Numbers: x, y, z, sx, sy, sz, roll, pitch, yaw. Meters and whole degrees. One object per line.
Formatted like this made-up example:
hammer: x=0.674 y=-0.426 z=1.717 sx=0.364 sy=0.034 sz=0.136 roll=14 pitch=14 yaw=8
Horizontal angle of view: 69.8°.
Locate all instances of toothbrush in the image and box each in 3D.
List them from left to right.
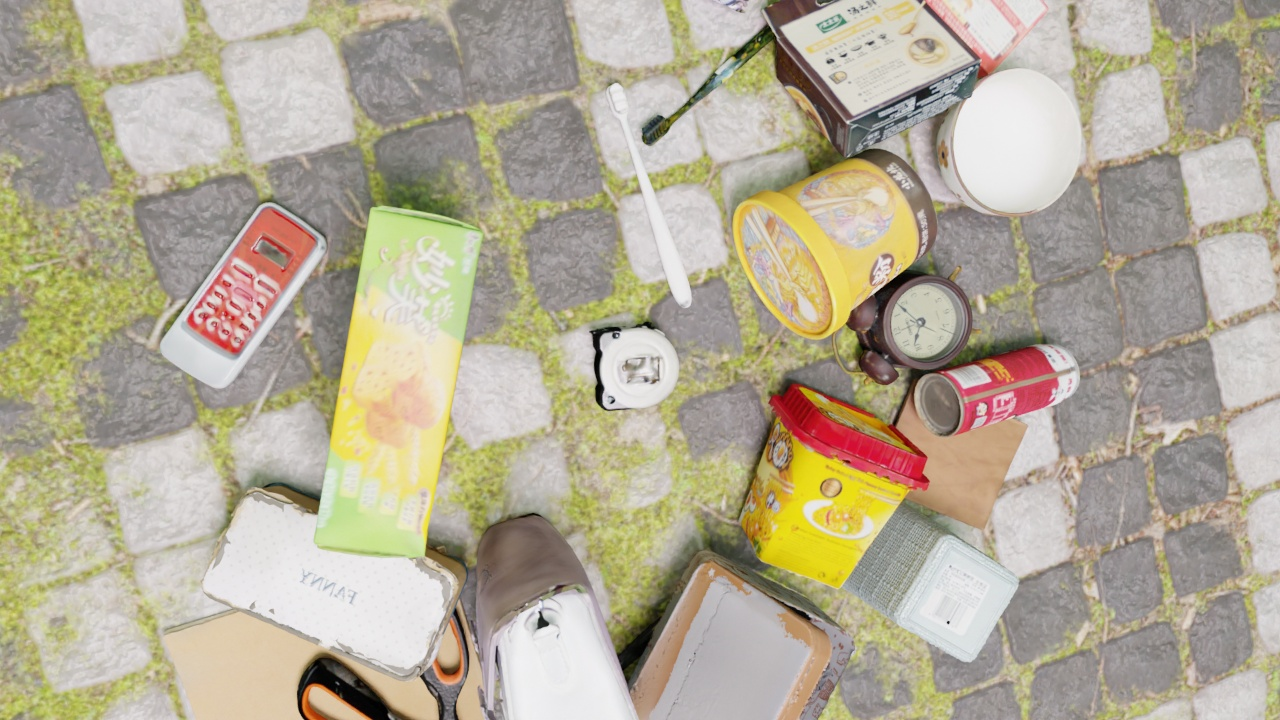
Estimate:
toothbrush: x=-0.036 y=0.265 z=0.744 sx=0.181 sy=0.018 sz=0.015 roll=-41 pitch=99 yaw=-6
toothbrush: x=0.008 y=-0.126 z=0.710 sx=0.016 sy=0.016 sz=0.180 roll=-20 pitch=100 yaw=-7
toothbrush: x=0.071 y=-0.231 z=0.711 sx=0.185 sy=0.017 sz=0.012 roll=-42 pitch=65 yaw=-5

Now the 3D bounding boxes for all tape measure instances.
tape measure: x=-0.004 y=0.004 z=0.713 sx=0.066 sy=0.033 sz=0.066 roll=-6 pitch=99 yaw=-10

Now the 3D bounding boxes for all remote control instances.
remote control: x=-0.284 y=-0.046 z=0.658 sx=0.056 sy=0.020 sz=0.136 roll=36 pitch=88 yaw=-13

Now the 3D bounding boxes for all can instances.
can: x=0.293 y=0.022 z=0.751 sx=0.132 sy=0.053 sz=0.053 roll=-13 pitch=98 yaw=-24

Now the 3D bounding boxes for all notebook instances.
notebook: x=-0.233 y=0.243 z=0.704 sx=0.211 sy=0.012 sz=0.149 roll=-16 pitch=100 yaw=-9

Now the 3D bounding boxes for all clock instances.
clock: x=0.210 y=-0.028 z=0.741 sx=0.122 sy=0.055 sz=0.082 roll=-21 pitch=100 yaw=-7

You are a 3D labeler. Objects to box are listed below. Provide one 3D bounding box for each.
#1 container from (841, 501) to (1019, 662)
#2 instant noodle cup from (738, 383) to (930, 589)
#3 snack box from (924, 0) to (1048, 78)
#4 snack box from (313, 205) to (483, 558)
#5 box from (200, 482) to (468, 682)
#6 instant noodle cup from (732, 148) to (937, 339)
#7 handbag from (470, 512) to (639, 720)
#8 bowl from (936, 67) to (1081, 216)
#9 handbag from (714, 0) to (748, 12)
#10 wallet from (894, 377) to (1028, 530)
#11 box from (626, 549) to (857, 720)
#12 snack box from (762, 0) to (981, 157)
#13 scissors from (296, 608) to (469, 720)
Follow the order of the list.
container: x=0.229 y=0.174 z=0.738 sx=0.090 sy=0.111 sz=0.090 roll=31 pitch=89 yaw=-13
instant noodle cup: x=0.142 y=0.099 z=0.718 sx=0.116 sy=0.116 sz=0.124 roll=22 pitch=102 yaw=-13
snack box: x=0.250 y=-0.308 z=0.734 sx=0.153 sy=0.025 sz=0.075 roll=43 pitch=88 yaw=-12
snack box: x=-0.161 y=0.009 z=0.618 sx=0.070 sy=0.158 sz=0.210 roll=11 pitch=93 yaw=-14
box: x=-0.220 y=0.153 z=0.654 sx=0.184 sy=0.060 sz=0.089 roll=25 pitch=85 yaw=3
instant noodle cup: x=0.150 y=-0.094 z=0.696 sx=0.114 sy=0.118 sz=0.118 roll=-31 pitch=101 yaw=-16
handbag: x=-0.067 y=0.199 z=0.637 sx=0.098 sy=0.197 sz=0.145 roll=-14 pitch=98 yaw=-10
bowl: x=0.285 y=-0.171 z=0.737 sx=0.113 sy=0.062 sz=0.113 roll=-1 pitch=97 yaw=-13
handbag: x=0.071 y=-0.373 z=0.666 sx=0.134 sy=0.075 sz=0.194 roll=31 pitch=90 yaw=-13
wallet: x=0.263 y=0.080 z=0.782 sx=0.115 sy=0.020 sz=0.101 roll=23 pitch=90 yaw=-11
box: x=0.077 y=0.256 z=0.668 sx=0.156 sy=0.193 sz=0.183 roll=28 pitch=89 yaw=-20
snack box: x=0.171 y=-0.231 z=0.694 sx=0.113 sy=0.053 sz=0.125 roll=-26 pitch=61 yaw=-6
scissors: x=-0.165 y=0.286 z=0.706 sx=0.210 sy=0.022 sz=0.222 roll=0 pitch=97 yaw=-9
